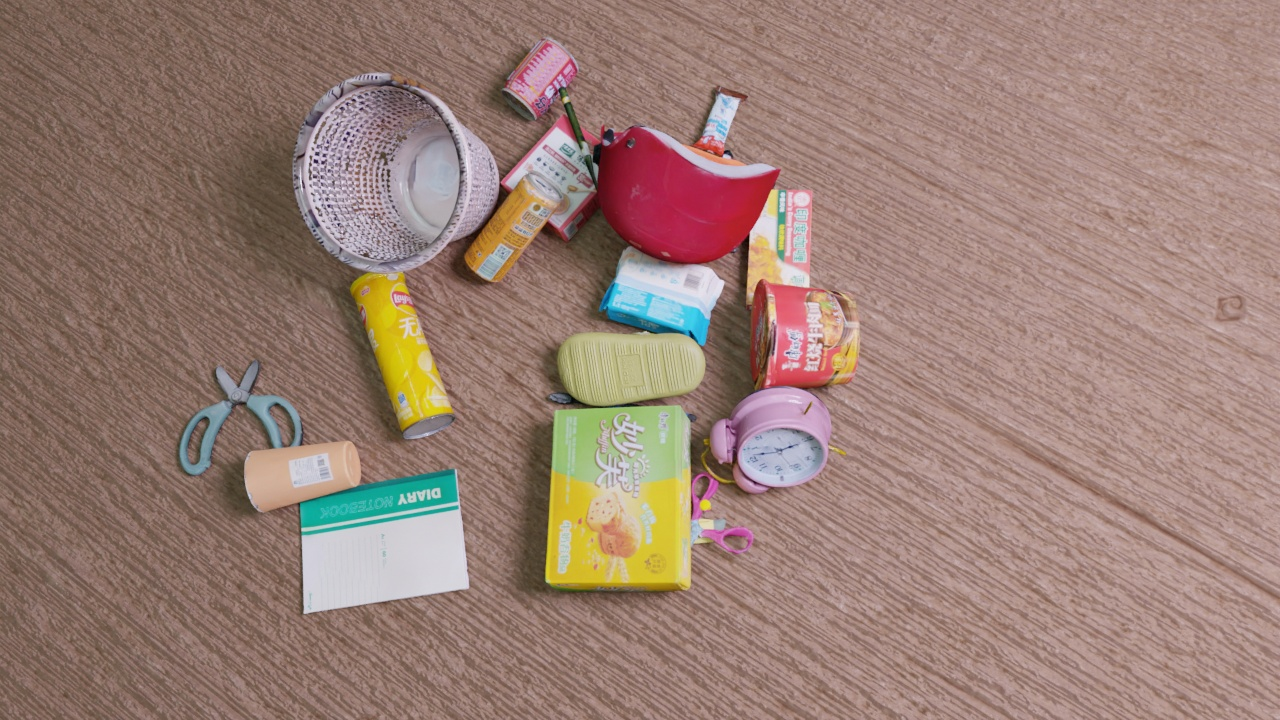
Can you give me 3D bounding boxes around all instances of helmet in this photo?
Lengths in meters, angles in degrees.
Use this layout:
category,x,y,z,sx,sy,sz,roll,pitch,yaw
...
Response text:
category,x,y,z,sx,sy,sz,roll,pitch,yaw
helmet,0.037,-0.195,1.102,0.206,0.240,0.144,11,104,-20

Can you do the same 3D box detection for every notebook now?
category,x,y,z,sx,sy,sz,roll,pitch,yaw
notebook,-0.322,0.224,1.143,0.209,0.012,0.150,-11,74,6

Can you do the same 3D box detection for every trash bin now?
category,x,y,z,sx,sy,sz,roll,pitch,yaw
trash bin,-0.278,-0.225,1.137,0.228,0.191,0.227,2,98,14

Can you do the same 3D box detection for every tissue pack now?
category,x,y,z,sx,sy,sz,roll,pitch,yaw
tissue pack,0.026,-0.079,1.144,0.140,0.063,0.090,17,76,10

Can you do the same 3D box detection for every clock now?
category,x,y,z,sx,sy,sz,roll,pitch,yaw
clock,0.145,0.098,1.057,0.159,0.117,0.059,-24,35,24

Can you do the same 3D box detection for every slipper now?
category,x,y,z,sx,sy,sz,roll,pitch,yaw
slipper,-0.007,0.007,1.122,0.191,0.081,0.091,-2,97,22

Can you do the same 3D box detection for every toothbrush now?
category,x,y,z,sx,sy,sz,roll,pitch,yaw
toothbrush,-0.023,0.058,1.141,0.189,0.016,0.014,8,82,9
toothbrush,-0.071,-0.277,1.186,0.017,0.012,0.185,-20,74,-3

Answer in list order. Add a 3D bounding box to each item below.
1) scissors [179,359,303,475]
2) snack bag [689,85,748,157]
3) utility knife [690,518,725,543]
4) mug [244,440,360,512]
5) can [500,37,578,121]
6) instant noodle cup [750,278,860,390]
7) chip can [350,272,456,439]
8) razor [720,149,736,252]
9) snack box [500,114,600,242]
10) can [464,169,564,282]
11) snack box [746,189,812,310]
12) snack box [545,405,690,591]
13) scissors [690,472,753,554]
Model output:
category,x,y,z,sx,sy,sz,roll,pitch,yaw
scissors,-0.515,0.088,1.200,0.179,0.019,0.170,23,79,14
snack bag,0.104,-0.316,1.211,0.048,0.026,0.104,22,78,13
utility knife,-0.005,0.208,1.099,0.213,0.022,0.031,-2,72,1
mug,-0.419,0.140,1.146,0.123,0.078,0.078,-11,75,0
can,-0.137,-0.379,1.240,0.066,0.066,0.093,36,83,15
instant noodle cup,0.191,-0.027,1.079,0.108,0.138,0.137,0,76,-2
chip can,-0.303,-0.009,1.168,0.072,0.072,0.213,-24,75,1
razor,0.108,-0.209,1.187,0.043,0.022,0.142,4,76,7
snack box,-0.099,-0.241,1.212,0.113,0.044,0.127,40,85,16
can,-0.162,-0.169,1.166,0.058,0.058,0.146,49,113,16
snack box,0.175,-0.139,1.157,0.077,0.027,0.155,2,76,7
snack box,-0.023,0.161,1.071,0.158,0.070,0.209,-3,70,12
scissors,0.072,0.198,1.080,0.135,0.017,0.133,22,74,17
